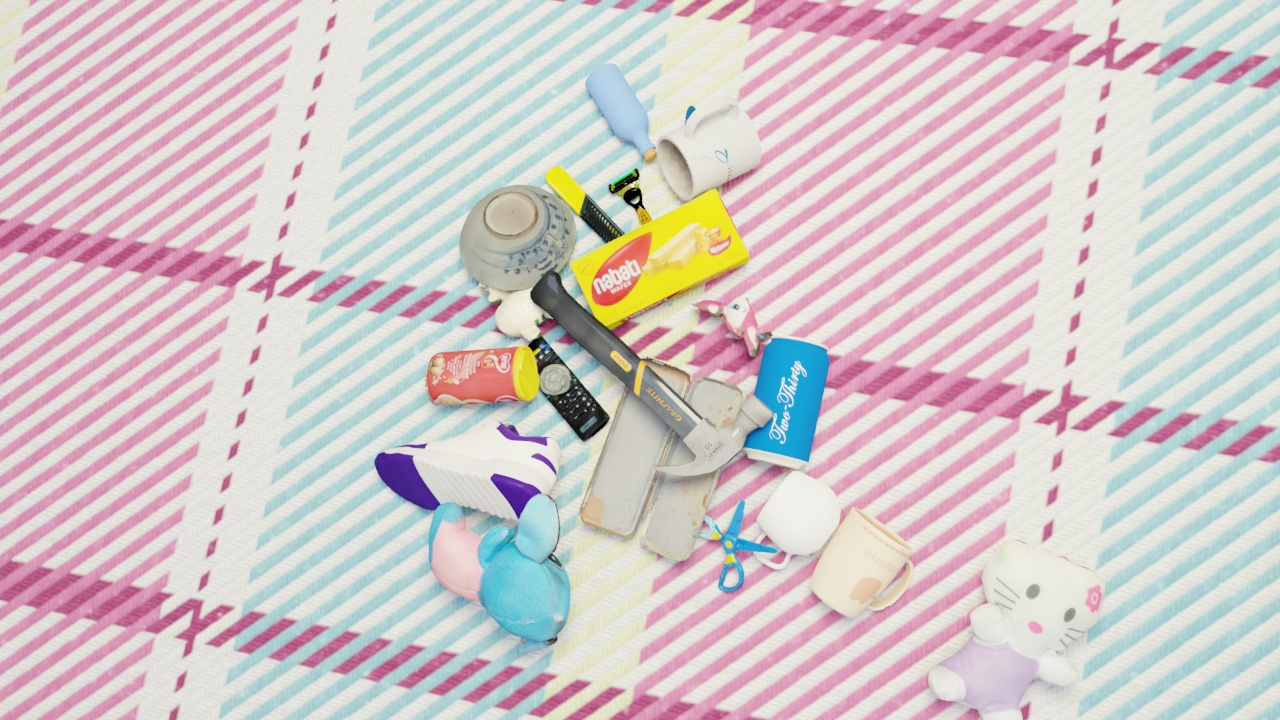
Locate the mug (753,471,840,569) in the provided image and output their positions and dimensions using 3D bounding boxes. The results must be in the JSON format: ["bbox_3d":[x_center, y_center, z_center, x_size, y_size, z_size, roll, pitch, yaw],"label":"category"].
[{"bbox_3d":[0.177,0.192,1.059,0.076,0.090,0.124,37,112,16],"label":"mug"}]

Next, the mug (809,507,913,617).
[{"bbox_3d":[0.259,0.241,1.049,0.111,0.085,0.104,32,97,-20],"label":"mug"}]

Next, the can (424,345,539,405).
[{"bbox_3d":[-0.191,0.019,1.113,0.124,0.066,0.066,-4,82,14],"label":"can"}]

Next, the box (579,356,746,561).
[{"bbox_3d":[0.026,0.114,1.091,0.157,0.071,0.216,18,84,25],"label":"box"}]

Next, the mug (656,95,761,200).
[{"bbox_3d":[0.082,-0.261,1.093,0.096,0.120,0.083,-29,61,-16],"label":"mug"}]

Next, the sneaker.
[{"bbox_3d":[-0.202,0.116,1.098,0.245,0.092,0.110,6,41,26],"label":"sneaker"}]

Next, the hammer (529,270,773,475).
[{"bbox_3d":[-0.006,0.006,1.067,0.312,0.035,0.139,44,98,13],"label":"hammer"}]

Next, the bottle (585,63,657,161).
[{"bbox_3d":[-0.018,-0.308,1.155,0.048,0.048,0.131,-31,81,1],"label":"bottle"}]

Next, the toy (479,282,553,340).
[{"bbox_3d":[-0.145,-0.070,1.136,0.112,0.050,0.087,34,82,22],"label":"toy"}]

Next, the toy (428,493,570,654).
[{"bbox_3d":[-0.160,0.233,1.039,0.191,0.098,0.224,23,130,21],"label":"toy"}]

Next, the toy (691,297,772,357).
[{"bbox_3d":[0.112,-0.053,1.100,0.102,0.065,0.050,33,110,6],"label":"toy"}]

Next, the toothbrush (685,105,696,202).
[{"bbox_3d":[0.065,-0.260,1.157,0.021,0.016,0.132,2,83,-9],"label":"toothbrush"}]

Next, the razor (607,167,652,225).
[{"bbox_3d":[0.009,-0.169,1.148,0.044,0.021,0.144,-29,81,15],"label":"razor"}]

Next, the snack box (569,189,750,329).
[{"bbox_3d":[0.023,-0.120,1.112,0.201,0.042,0.092,-26,84,8],"label":"snack box"}]

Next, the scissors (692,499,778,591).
[{"bbox_3d":[0.101,0.212,1.073,0.131,0.014,0.125,25,116,24],"label":"scissors"}]

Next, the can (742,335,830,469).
[{"bbox_3d":[0.171,0.050,1.076,0.079,0.079,0.146,13,84,7],"label":"can"}]

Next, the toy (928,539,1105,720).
[{"bbox_3d":[0.419,0.305,1.018,0.137,0.085,0.209,33,88,6],"label":"toy"}]

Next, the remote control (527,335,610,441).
[{"bbox_3d":[-0.096,0.034,1.134,0.045,0.021,0.140,-42,77,2],"label":"remote control"}]

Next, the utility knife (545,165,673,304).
[{"bbox_3d":[-0.037,-0.157,1.152,0.029,0.020,0.233,-43,80,4],"label":"utility knife"}]

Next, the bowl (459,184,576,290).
[{"bbox_3d":[-0.155,-0.164,1.125,0.151,0.057,0.150,-1,64,2],"label":"bowl"}]
